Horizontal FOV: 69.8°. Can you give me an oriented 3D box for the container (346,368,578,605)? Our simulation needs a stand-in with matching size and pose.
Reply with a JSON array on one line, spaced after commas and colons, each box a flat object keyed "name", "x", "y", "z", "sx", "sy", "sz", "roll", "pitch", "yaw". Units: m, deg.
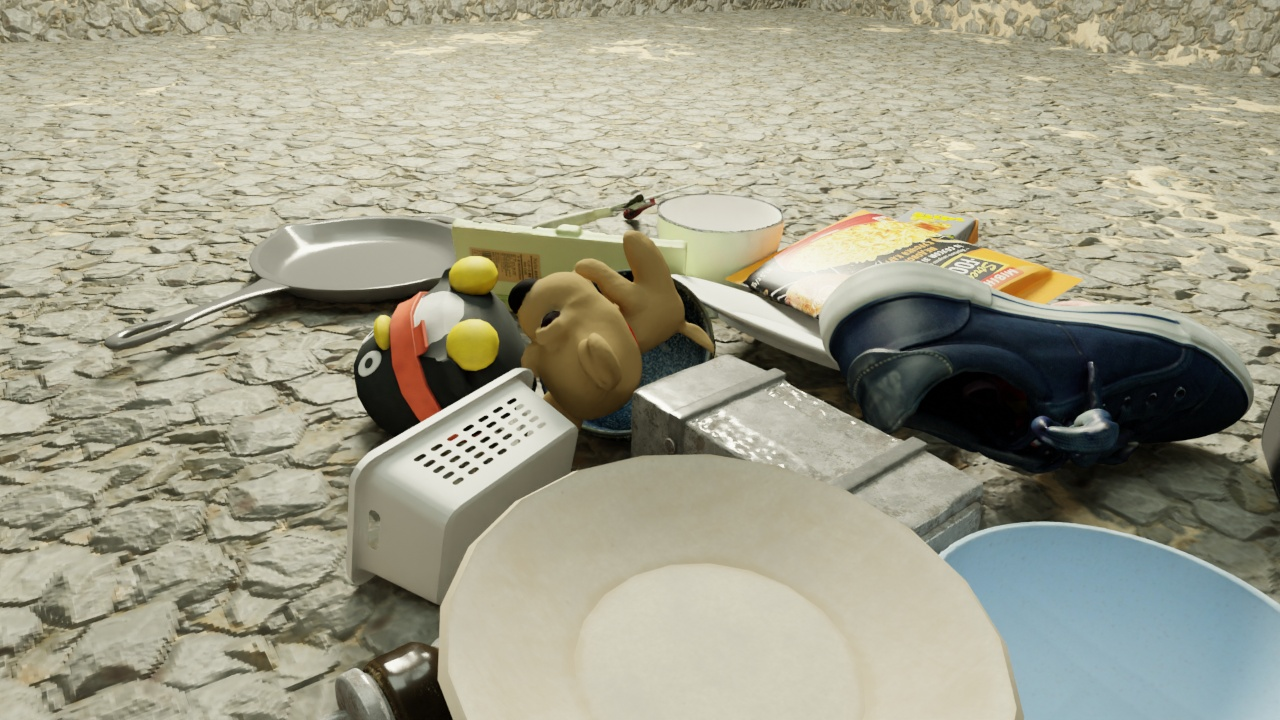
[{"name": "container", "x": -0.085, "y": 0.066, "z": 0.472, "sx": 0.049, "sy": 0.081, "sz": 0.128, "roll": 28, "pitch": 35, "yaw": 22}]

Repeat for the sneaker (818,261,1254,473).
[{"name": "sneaker", "x": 0.246, "y": 0.030, "z": 0.519, "sx": 0.294, "sy": 0.121, "sz": 0.127, "roll": 9, "pitch": 51, "yaw": -21}]

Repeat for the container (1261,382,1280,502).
[{"name": "container", "x": 0.433, "y": 0.035, "z": 0.468, "sx": 0.130, "sy": 0.163, "sz": 0.240, "roll": 12, "pitch": 29, "yaw": 20}]

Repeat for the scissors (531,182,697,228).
[{"name": "scissors", "x": -0.036, "y": -0.144, "z": 0.898, "sx": 0.179, "sy": 0.015, "sz": 0.198, "roll": -13, "pitch": 5, "yaw": 0}]

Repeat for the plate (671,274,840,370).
[{"name": "plate", "x": 0.115, "y": -0.018, "z": 0.652, "sx": 0.208, "sy": 0.015, "sz": 0.208, "roll": 19, "pitch": 11, "yaw": -4}]

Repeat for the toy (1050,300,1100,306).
[{"name": "toy", "x": 0.327, "y": -0.003, "z": 0.667, "sx": 0.108, "sy": 0.053, "sz": 0.104, "roll": 25, "pitch": 46, "yaw": 38}]

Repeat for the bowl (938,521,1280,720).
[{"name": "bowl", "x": 0.176, "y": 0.136, "z": 0.349, "sx": 0.150, "sy": 0.075, "sz": 0.150, "roll": 1, "pitch": 27, "yaw": -1}]

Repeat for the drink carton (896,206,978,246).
[{"name": "drink carton", "x": 0.260, "y": -0.101, "z": 0.854, "sx": 0.076, "sy": 0.048, "sz": 0.124, "roll": 19, "pitch": 31, "yaw": 30}]

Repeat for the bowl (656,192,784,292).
[{"name": "bowl", "x": 0.070, "y": -0.104, "z": 0.829, "sx": 0.116, "sy": 0.066, "sz": 0.116, "roll": 1, "pitch": 27, "yaw": -1}]

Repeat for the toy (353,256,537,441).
[{"name": "toy", "x": -0.129, "y": 0.006, "z": 0.570, "sx": 0.119, "sy": 0.100, "sz": 0.097, "roll": -18, "pitch": 45, "yaw": 10}]

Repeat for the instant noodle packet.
[{"name": "instant noodle packet", "x": 0.198, "y": -0.064, "z": 0.721, "sx": 0.159, "sy": 0.032, "sz": 0.221, "roll": -28, "pitch": 35, "yaw": -23}]

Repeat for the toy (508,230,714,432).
[{"name": "toy", "x": -0.021, "y": -0.016, "z": 0.531, "sx": 0.106, "sy": 0.134, "sz": 0.108, "roll": 45, "pitch": 57, "yaw": 3}]

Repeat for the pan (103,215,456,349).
[{"name": "pan", "x": -0.279, "y": -0.068, "z": 0.778, "sx": 0.217, "sy": 0.024, "sz": 0.353, "roll": 17, "pitch": 30, "yaw": 27}]

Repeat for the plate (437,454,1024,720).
[{"name": "plate", "x": 0.028, "y": 0.098, "z": 0.311, "sx": 0.188, "sy": 0.027, "sz": 0.188, "roll": 4, "pitch": 31, "yaw": -3}]

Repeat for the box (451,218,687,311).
[{"name": "box", "x": -0.053, "y": -0.064, "z": 0.752, "sx": 0.188, "sy": 0.064, "sz": 0.130, "roll": 6, "pitch": -15, "yaw": 5}]

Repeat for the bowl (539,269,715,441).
[{"name": "bowl", "x": -0.004, "y": 0.003, "z": 0.599, "sx": 0.114, "sy": 0.061, "sz": 0.114, "roll": -5, "pitch": 69, "yaw": 13}]

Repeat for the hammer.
[{"name": "hammer", "x": -0.012, "y": 0.101, "z": 0.403, "sx": 0.325, "sy": 0.080, "sz": 0.177, "roll": -20, "pitch": 34, "yaw": -35}]
